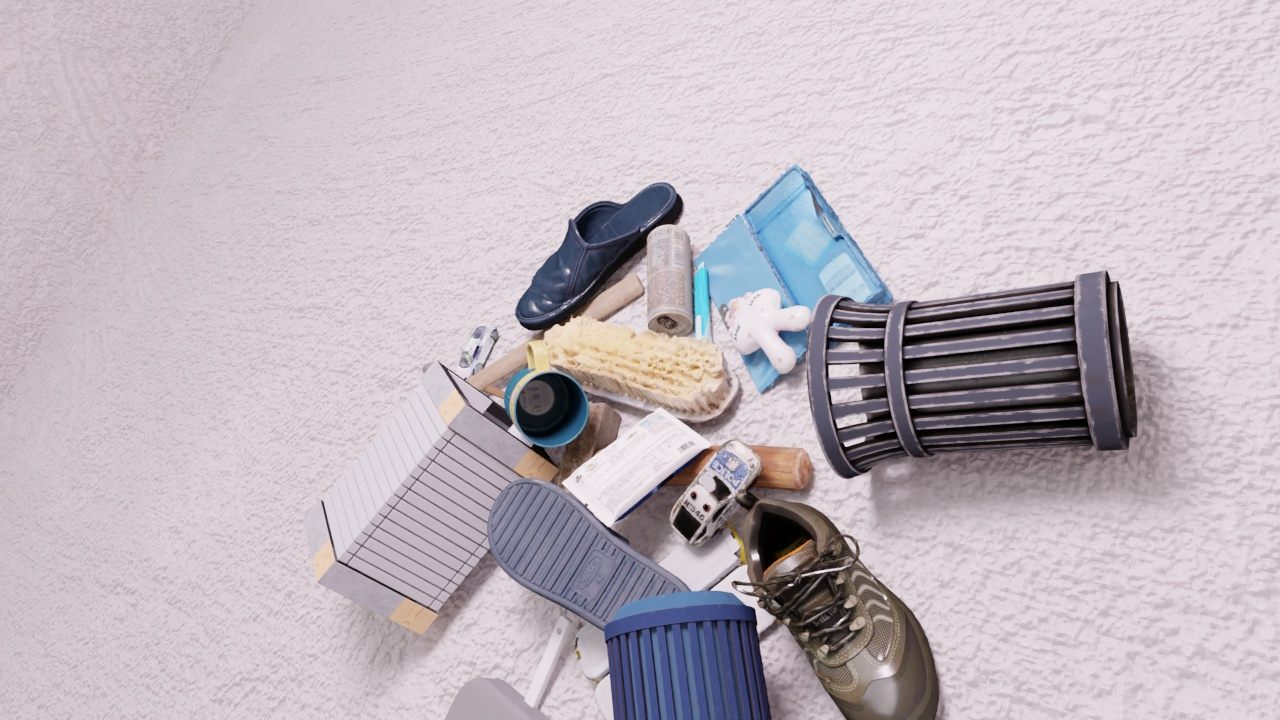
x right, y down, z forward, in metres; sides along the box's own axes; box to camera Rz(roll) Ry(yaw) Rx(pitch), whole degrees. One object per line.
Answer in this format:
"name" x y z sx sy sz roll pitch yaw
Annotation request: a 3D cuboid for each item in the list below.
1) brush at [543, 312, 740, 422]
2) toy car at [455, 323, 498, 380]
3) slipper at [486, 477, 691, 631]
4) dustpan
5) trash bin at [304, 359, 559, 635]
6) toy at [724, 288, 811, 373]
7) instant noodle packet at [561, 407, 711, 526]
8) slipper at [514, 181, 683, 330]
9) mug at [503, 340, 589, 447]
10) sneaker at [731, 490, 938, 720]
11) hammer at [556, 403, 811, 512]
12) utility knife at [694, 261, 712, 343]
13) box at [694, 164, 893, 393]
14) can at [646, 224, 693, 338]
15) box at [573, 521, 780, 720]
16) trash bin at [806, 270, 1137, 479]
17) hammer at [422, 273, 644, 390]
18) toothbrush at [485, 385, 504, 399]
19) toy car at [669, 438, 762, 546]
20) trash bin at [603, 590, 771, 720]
"brush" -0.006 0.006 1.049 0.272 0.057 0.083 15 59 42
"toy car" -0.228 -0.012 1.262 0.039 0.027 0.089 8 68 39
"slipper" -0.048 0.213 0.920 0.264 0.082 0.101 27 75 33
"dustpan" -0.134 0.380 0.930 0.163 0.033 0.257 21 86 44
"trash bin" -0.246 0.156 1.064 0.247 0.142 0.142 -50 32 0
"toy" 0.125 -0.040 0.967 0.125 0.037 0.076 37 106 51
"instant noodle packet" -0.005 0.105 0.933 0.134 0.026 0.087 -37 41 -18
"slipper" -0.070 -0.152 1.171 0.265 0.083 0.109 -41 39 0
"mug" -0.110 0.034 1.033 0.107 0.083 0.113 -162 64 -76
"sneaker" 0.149 0.192 0.749 0.101 0.143 0.237 -40 45 9
"hammer" 0.038 0.118 0.960 0.302 0.037 0.157 -5 60 36
"utility knife" 0.072 -0.067 1.064 0.022 0.015 0.116 -23 54 39
"box" 0.155 -0.094 1.012 0.175 0.033 0.231 -40 45 21
"can" 0.034 -0.096 1.091 0.054 0.054 0.135 -20 52 27
"box" 0.031 0.257 0.886 0.210 0.034 0.129 -41 48 9
"trash bin" 0.276 0.011 0.761 0.228 0.164 0.164 -7 58 31
"hammer" -0.138 -0.016 1.190 0.332 0.030 0.119 -30 63 13
"toothbrush" -0.131 0.061 1.129 0.167 0.016 0.016 20 82 33
"toy car" 0.070 0.126 0.879 0.048 0.040 0.113 41 104 27
"trash bin" 0.045 0.316 0.720 0.140 0.139 0.249 -20 63 27
